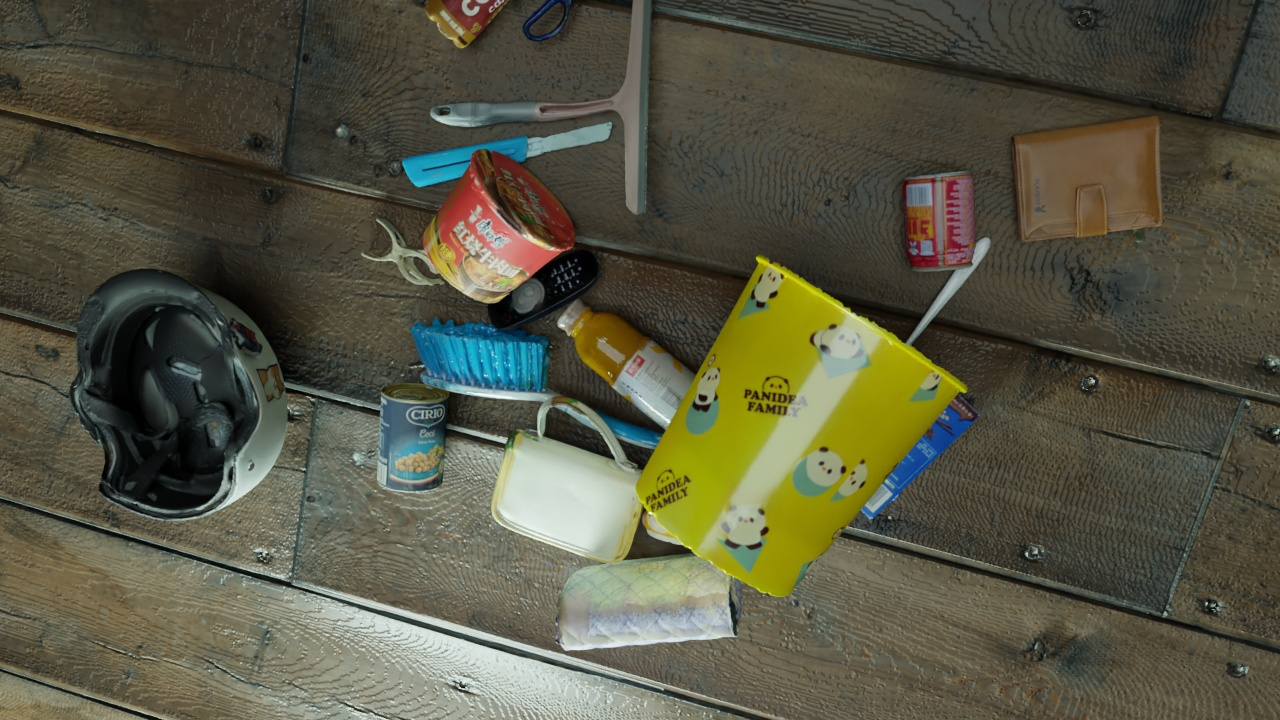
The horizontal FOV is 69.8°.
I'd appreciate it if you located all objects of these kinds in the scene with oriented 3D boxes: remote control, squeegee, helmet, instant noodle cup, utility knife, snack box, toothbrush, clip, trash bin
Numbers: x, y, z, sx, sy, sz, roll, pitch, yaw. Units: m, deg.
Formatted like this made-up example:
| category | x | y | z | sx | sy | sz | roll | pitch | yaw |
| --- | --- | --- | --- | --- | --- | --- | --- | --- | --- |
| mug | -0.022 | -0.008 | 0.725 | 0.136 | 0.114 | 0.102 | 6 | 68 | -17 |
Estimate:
| category | x | y | z | sx | sy | sz | roll | pitch | yaw |
| --- | --- | --- | --- | --- | --- | --- | --- | --- | --- |
| remote control | -0.104 | -0.075 | 1.008 | 0.136 | 0.024 | 0.053 | -27 | 70 | 9 |
| squeegee | -0.104 | -0.267 | 0.971 | 0.250 | 0.040 | 0.247 | 0 | 84 | 16 |
| helmet | -0.499 | 0.037 | 1.042 | 0.230 | 0.156 | 0.274 | -18 | 86 | 15 |
| instant noodle cup | -0.153 | -0.135 | 0.963 | 0.109 | 0.137 | 0.138 | -42 | 91 | 23 |
| utility knife | -0.145 | -0.227 | 0.997 | 0.238 | 0.018 | 0.034 | -10 | 98 | 11 |
| snack box | 0.267 | 0.082 | 0.964 | 0.084 | 0.026 | 0.157 | 45 | 96 | 1 |
| toothbrush | 0.303 | -0.052 | 0.951 | 0.016 | 0.016 | 0.180 | 35 | 102 | 0 |
| clip | -0.265 | -0.116 | 1.032 | 0.100 | 0.034 | 0.071 | 32 | 105 | 8 |
| trash bin | 0.138 | 0.066 | 0.876 | 0.229 | 0.229 | 0.255 | 34 | 97 | 3 |

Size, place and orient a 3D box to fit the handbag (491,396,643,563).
| category | x | y | z | sx | sy | sz | roll | pitch | yaw |
| --- | --- | --- | --- | --- | --- | --- | --- | --- | --- |
| handbag | -0.069 | 0.121 | 1.009 | 0.163 | 0.063 | 0.179 | 19 | 119 | 5 |

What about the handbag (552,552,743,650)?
| category | x | y | z | sx | sy | sz | roll | pitch | yaw |
| --- | --- | --- | --- | --- | --- | --- | --- | --- | --- |
| handbag | 0.012 | 0.259 | 1.001 | 0.194 | 0.134 | 0.075 | -10 | 99 | 11 |

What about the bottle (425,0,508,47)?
| category | x | y | z | sx | sy | sz | roll | pitch | yaw |
| --- | --- | --- | --- | --- | --- | --- | --- | --- | --- |
| bottle | -0.142 | -0.402 | 0.941 | 0.175 | 0.057 | 0.057 | -39 | 92 | 15 |

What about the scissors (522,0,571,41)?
| category | x | y | z | sx | sy | sz | roll | pitch | yaw |
| --- | --- | --- | --- | --- | --- | --- | --- | --- | --- |
| scissors | -0.067 | -0.390 | 0.926 | 0.162 | 0.012 | 0.164 | 8 | 119 | -22 |

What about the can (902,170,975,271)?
| category | x | y | z | sx | sy | sz | roll | pitch | yaw |
| --- | --- | --- | --- | --- | --- | --- | --- | --- | --- |
| can | 0.296 | -0.137 | 0.907 | 0.066 | 0.066 | 0.094 | -4 | 100 | 11 |

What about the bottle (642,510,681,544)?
| category | x | y | z | sx | sy | sz | roll | pitch | yaw |
| --- | --- | --- | --- | --- | --- | --- | --- | --- | --- |
| bottle | 0.042 | 0.145 | 1.011 | 0.063 | 0.063 | 0.108 | 15 | 88 | 7 |

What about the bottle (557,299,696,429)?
| category | x | y | z | sx | sy | sz | roll | pitch | yaw |
| --- | --- | --- | --- | --- | --- | --- | --- | --- | --- |
| bottle | -0.006 | 0.006 | 0.989 | 0.189 | 0.068 | 0.068 | 38 | 105 | 2 |

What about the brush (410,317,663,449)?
| category | x | y | z | sx | sy | sz | roll | pitch | yaw |
| --- | --- | --- | --- | --- | --- | --- | --- | --- | --- |
| brush | -0.104 | 0.026 | 1.013 | 0.315 | 0.060 | 0.109 | 8 | 108 | 14 |

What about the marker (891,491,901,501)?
| category | x | y | z | sx | sy | sz | roll | pitch | yaw |
| --- | --- | --- | --- | --- | --- | --- | --- | --- | --- |
| marker | 0.221 | 0.099 | 0.992 | 0.146 | 0.016 | 0.017 | 40 | 105 | 1 |

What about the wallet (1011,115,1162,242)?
| category | x | y | z | sx | sy | sz | roll | pitch | yaw |
| --- | --- | --- | --- | --- | --- | --- | --- | --- | --- |
| wallet | 0.436 | -0.169 | 0.896 | 0.131 | 0.035 | 0.119 | -6 | 94 | 12 |

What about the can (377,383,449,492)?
| category | x | y | z | sx | sy | sz | roll | pitch | yaw |
| --- | --- | --- | --- | --- | --- | --- | --- | --- | --- |
| can | -0.260 | 0.089 | 1.048 | 0.075 | 0.075 | 0.111 | 8 | 102 | 9 |
